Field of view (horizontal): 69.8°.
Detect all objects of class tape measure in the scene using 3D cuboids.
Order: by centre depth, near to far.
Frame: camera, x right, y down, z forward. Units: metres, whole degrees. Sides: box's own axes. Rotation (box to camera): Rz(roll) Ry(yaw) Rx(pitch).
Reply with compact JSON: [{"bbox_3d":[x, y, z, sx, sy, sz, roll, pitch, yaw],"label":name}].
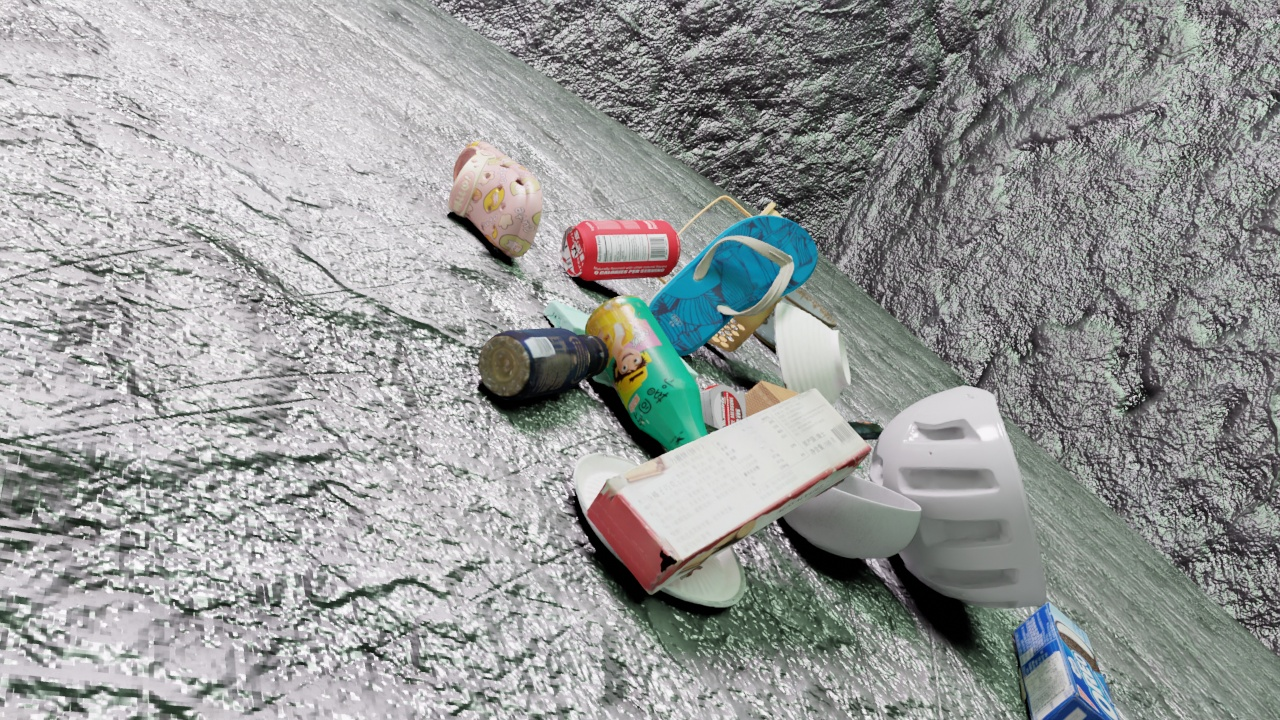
[{"bbox_3d":[0.086,0.057,0.964,0.062,0.020,0.060,17,63,-43],"label":"tape measure"}]

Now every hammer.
[{"bbox_3d":[0.175,0.081,0.958,0.133,0.033,0.332,9,4,36],"label":"hammer"}]

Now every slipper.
[{"bbox_3d":[-0.182,-0.196,1.054,0.081,0.093,0.197,7,32,-40],"label":"slipper"},{"bbox_3d":[0.125,-0.109,1.161,0.294,0.060,0.118,-36,88,-29],"label":"slipper"}]

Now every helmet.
[{"bbox_3d":[0.344,0.145,0.959,0.282,0.184,0.224,-129,-162,-81],"label":"helmet"}]

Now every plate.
[{"bbox_3d":[0.013,0.127,0.686,0.157,0.014,0.156,33,17,-12],"label":"plate"}]

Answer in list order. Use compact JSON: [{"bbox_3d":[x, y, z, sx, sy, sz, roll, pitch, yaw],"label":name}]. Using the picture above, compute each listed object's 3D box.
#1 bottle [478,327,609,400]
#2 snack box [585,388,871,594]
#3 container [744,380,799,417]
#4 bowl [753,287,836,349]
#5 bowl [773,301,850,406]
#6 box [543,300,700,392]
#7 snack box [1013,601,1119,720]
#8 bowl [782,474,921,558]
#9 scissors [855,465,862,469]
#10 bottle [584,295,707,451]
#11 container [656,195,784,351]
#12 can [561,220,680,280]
[{"bbox_3d":[-0.076,0.000,0.778,0.056,0.056,0.160,41,17,15],"label":"bottle"},{"bbox_3d":[0.078,0.090,0.694,0.272,0.044,0.076,-18,59,-48],"label":"snack box"},{"bbox_3d":[0.156,0.068,1.052,0.113,0.061,0.063,17,25,-48],"label":"container"},{"bbox_3d":[0.238,-0.073,1.545,0.160,0.094,0.159,33,17,-12],"label":"bowl"},{"bbox_3d":[0.231,0.004,1.195,0.177,0.071,0.177,-11,90,-71],"label":"bowl"},{"bbox_3d":[-0.005,0.005,0.969,0.186,0.033,0.136,21,18,-41],"label":"box"},{"bbox_3d":[0.424,0.318,0.923,0.059,0.060,0.226,44,17,9],"label":"snack box"},{"bbox_3d":[0.193,0.149,0.876,0.132,0.064,0.131,17,5,-2],"label":"bowl"},{"bbox_3d":[0.196,0.116,0.974,0.070,0.014,0.131,33,-19,-24],"label":"scissors"},{"bbox_3d":[0.020,0.034,0.841,0.068,0.068,0.209,16,36,-50],"label":"bottle"},{"bbox_3d":[0.121,-0.128,1.270,0.167,0.183,0.129,41,-28,2],"label":"container"},{"bbox_3d":[-0.023,-0.140,1.165,0.142,0.075,0.074,-6,39,-31],"label":"can"}]
